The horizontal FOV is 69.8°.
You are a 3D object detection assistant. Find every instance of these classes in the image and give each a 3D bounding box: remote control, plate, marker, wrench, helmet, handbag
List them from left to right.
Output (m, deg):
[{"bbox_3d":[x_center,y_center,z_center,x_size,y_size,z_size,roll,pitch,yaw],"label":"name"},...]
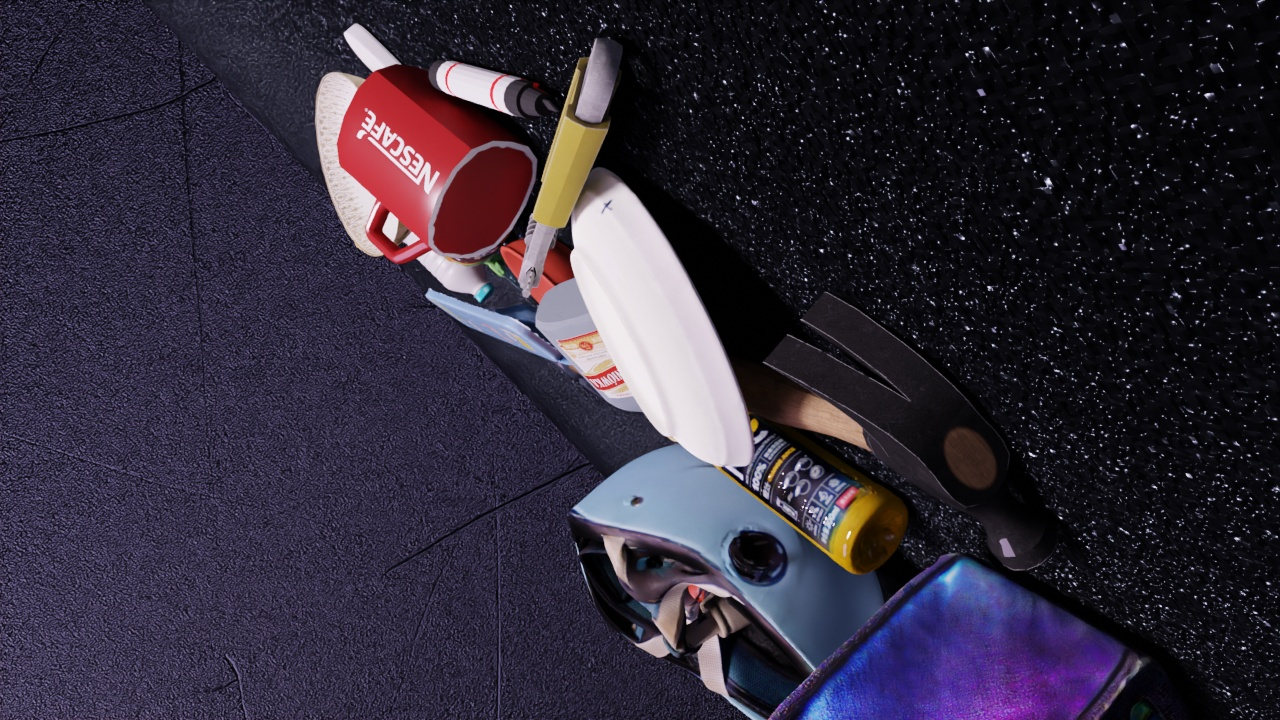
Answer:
[{"bbox_3d":[-0.167,-0.196,0.678,0.136,0.013,0.043,45,170,2],"label":"remote control"},{"bbox_3d":[-0.081,-0.148,0.500,0.146,0.019,0.019,33,165,50],"label":"marker"},{"bbox_3d":[-0.042,-0.093,0.474,0.018,0.083,0.274,14,166,-10],"label":"wrench"},{"bbox_3d":[0.002,-0.016,0.507,0.182,0.034,0.182,60,172,14],"label":"plate"},{"bbox_3d":[0.078,0.165,0.692,0.266,0.166,0.226,36,154,26],"label":"helmet"},{"bbox_3d":[0.171,0.240,0.469,0.205,0.222,0.125,50,169,-31],"label":"handbag"}]

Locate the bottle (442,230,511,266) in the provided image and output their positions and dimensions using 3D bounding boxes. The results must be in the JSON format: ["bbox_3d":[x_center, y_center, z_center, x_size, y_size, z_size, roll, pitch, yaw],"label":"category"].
[{"bbox_3d":[-0.123,-0.116,0.702,0.059,0.059,0.167,46,162,-8],"label":"bottle"}]

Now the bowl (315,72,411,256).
[{"bbox_3d":[-0.201,-0.160,0.733,0.145,0.063,0.145,30,131,43],"label":"bowl"}]

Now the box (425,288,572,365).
[{"bbox_3d":[-0.118,-0.030,0.878,0.126,0.039,0.209,9,-174,-36],"label":"box"}]

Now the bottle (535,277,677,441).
[{"bbox_3d":[-0.004,0.004,0.677,0.072,0.046,0.161,-12,138,31],"label":"bottle"}]

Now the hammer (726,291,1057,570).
[{"bbox_3d":[0.075,0.017,0.500,0.132,0.040,0.306,45,172,-20],"label":"hammer"}]

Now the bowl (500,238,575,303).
[{"bbox_3d":[-0.057,-0.057,0.735,0.122,0.035,0.122,43,170,9],"label":"bowl"}]

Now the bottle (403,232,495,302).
[{"bbox_3d":[-0.187,-0.107,0.838,0.136,0.044,0.044,45,171,2],"label":"bottle"}]

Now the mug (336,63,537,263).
[{"bbox_3d":[-0.136,-0.113,0.588,0.096,0.117,0.080,41,-155,23],"label":"mug"}]

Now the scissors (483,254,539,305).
[{"bbox_3d":[-0.146,-0.099,0.950,0.174,0.033,0.064,47,-151,-33],"label":"scissors"}]

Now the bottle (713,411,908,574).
[{"bbox_3d":[0.086,0.066,0.598,0.186,0.053,0.053,36,167,46],"label":"bottle"}]

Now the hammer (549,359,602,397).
[{"bbox_3d":[-0.016,0.025,0.900,0.129,0.040,0.322,40,172,-28],"label":"hammer"}]
